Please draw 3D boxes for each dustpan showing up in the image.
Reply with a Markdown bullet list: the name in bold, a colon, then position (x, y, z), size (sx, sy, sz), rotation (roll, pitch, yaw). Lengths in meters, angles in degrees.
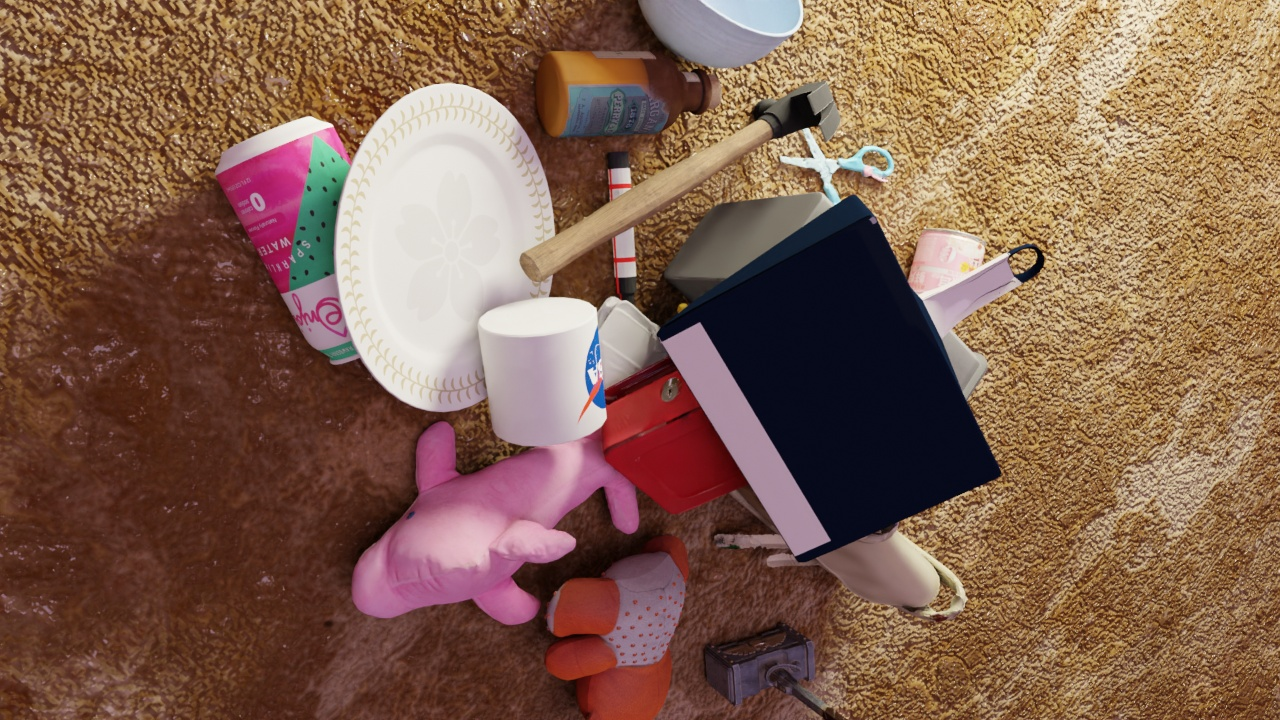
- **dustpan**: position (0.187, -0.006, 0.700), size (0.273, 0.080, 0.236), rotation (-28, 111, 14)

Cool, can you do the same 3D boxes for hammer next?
- **hammer**: position (0.035, -0.151, 0.769), size (0.305, 0.132, 0.040), rotation (-33, 110, -17)
- **hammer**: position (0.176, 0.315, 0.789), size (0.098, 0.322, 0.044), rotation (-9, 100, -24)

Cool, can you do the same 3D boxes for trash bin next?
- **trash bin**: position (0.157, -0.037, 0.809), size (0.220, 0.192, 0.097), rotation (40, 79, -23)

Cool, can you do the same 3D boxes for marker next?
- **marker**: position (-0.015, -0.110, 0.811), size (0.019, 0.019, 0.145), rotation (-8, 100, -24)

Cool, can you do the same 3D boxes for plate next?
- **plate**: position (-0.141, -0.083, 0.693), size (0.241, 0.016, 0.243), rotation (-22, 116, -57)

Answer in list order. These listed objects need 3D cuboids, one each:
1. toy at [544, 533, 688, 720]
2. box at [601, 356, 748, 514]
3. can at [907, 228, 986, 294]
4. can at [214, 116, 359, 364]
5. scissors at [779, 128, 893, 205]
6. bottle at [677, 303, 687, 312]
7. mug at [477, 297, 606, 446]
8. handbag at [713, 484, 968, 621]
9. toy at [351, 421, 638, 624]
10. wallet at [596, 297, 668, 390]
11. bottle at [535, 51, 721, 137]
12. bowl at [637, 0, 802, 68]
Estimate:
- **toy**: position (-0.016, 0.250, 0.813), size (0.163, 0.093, 0.172), rotation (-17, 117, -50)
- **box**: position (0.059, 0.049, 0.789), size (0.159, 0.086, 0.129), rotation (-27, 136, 19)
- **can**: position (0.312, -0.090, 0.942), size (0.067, 0.067, 0.076), rotation (15, 90, -26)
- **can**: position (-0.232, -0.087, 0.672), size (0.088, 0.088, 0.166), rotation (-30, 108, -19)
- **scissors**: position (0.192, -0.173, 0.908), size (0.136, 0.015, 0.126), rotation (3, 95, -20)
- **bottle**: position (0.070, -0.006, 0.821), size (0.051, 0.051, 0.146), rotation (-52, 133, -11)
- **mug**: position (-0.077, 0.002, 0.732), size (0.091, 0.121, 0.090), rotation (-6, 111, -3)
- **handbag**: position (0.181, 0.171, 0.862), size (0.132, 0.184, 0.229), rotation (-54, 131, -7)
- **toy**: position (-0.102, 0.130, 0.743), size (0.264, 0.128, 0.187), rotation (-30, 103, -30)
- **wallet**: position (-0.005, 0.005, 0.816), size (0.116, 0.032, 0.086), rotation (33, 88, -36)
- **bottle**: position (-0.005, -0.225, 0.774), size (0.156, 0.068, 0.068), rotation (-9, 100, -24)
- **bowl**: position (0.054, -0.302, 0.773), size (0.150, 0.075, 0.150), rotation (17, 52, -24)
